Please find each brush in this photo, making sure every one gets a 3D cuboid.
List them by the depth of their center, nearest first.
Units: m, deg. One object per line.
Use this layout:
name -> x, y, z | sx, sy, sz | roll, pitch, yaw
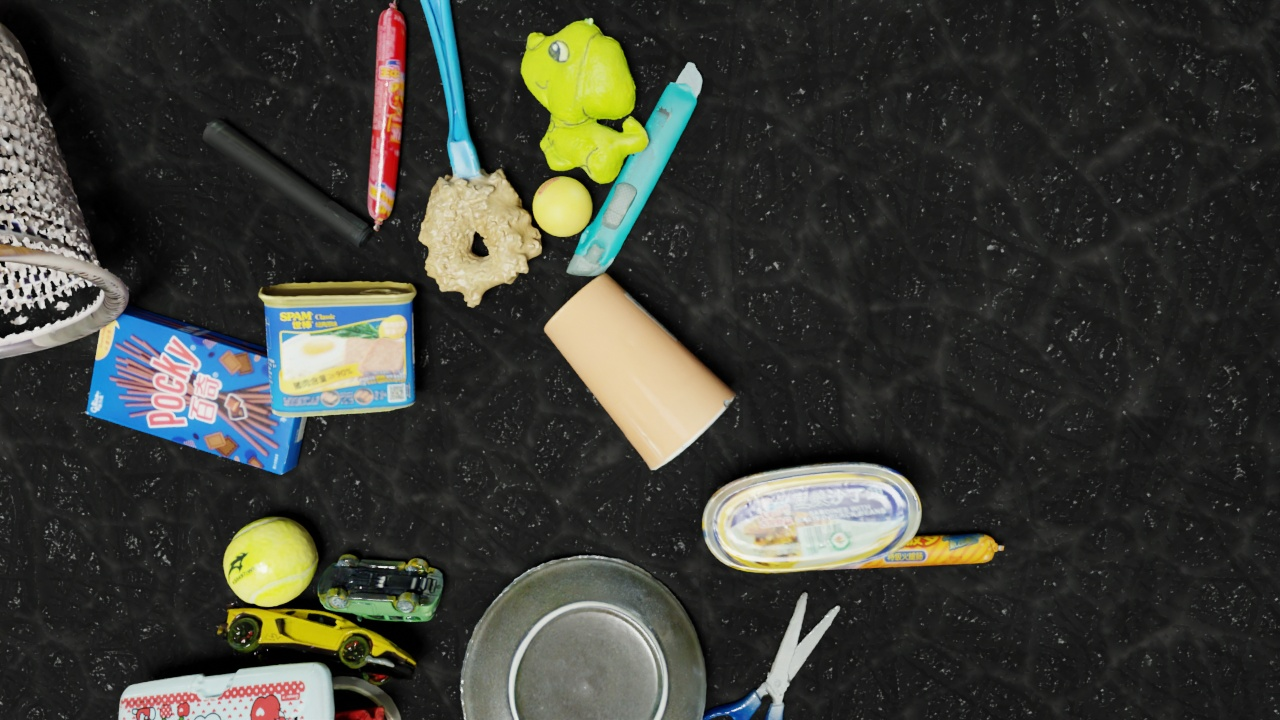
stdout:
brush -> -0.124, -0.163, 0.621 | 0.083, 0.045, 0.255 | -9, 97, 11

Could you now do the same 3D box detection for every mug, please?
mug -> -0.004, 0.004, 0.625 | 0.078, 0.078, 0.123 | -42, 91, 12

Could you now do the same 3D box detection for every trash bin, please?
trash bin -> -0.463, -0.115, 0.576 | 0.228, 0.227, 0.192 | -15, 81, 8

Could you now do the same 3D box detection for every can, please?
can -> 0.116, 0.109, 0.635 | 0.148, 0.049, 0.074 | -7, 81, 7
can -> -0.207, -0.009, 0.636 | 0.102, 0.057, 0.083 | -3, 105, -19

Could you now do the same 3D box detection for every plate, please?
plate -> -0.038, 0.231, 0.657 | 0.179, 0.024, 0.179 | 2, 75, -8

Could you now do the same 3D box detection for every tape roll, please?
tape roll -> -0.235, 0.295, 0.737 | 0.086, 0.014, 0.086 | 1, 102, 5

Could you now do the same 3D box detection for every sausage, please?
sausage -> -0.174, -0.167, 0.631 | 0.020, 0.020, 0.156 | 8, 103, 3
sausage -> 0.176, 0.138, 0.661 | 0.165, 0.021, 0.021 | -4, 101, 6

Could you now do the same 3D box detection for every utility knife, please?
utility knife -> -0.003, -0.126, 0.626 | 0.029, 0.013, 0.164 | 29, 103, -1

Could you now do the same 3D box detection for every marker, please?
marker -> -0.247, -0.125, 0.645 | 0.132, 0.022, 0.020 | 36, 66, -3

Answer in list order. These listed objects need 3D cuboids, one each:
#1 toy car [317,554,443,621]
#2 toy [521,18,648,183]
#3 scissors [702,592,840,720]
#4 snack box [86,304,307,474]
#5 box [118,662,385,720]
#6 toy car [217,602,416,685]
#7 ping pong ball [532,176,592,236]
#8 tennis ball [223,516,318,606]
toy car -> -0.195, 0.174, 0.692 | 0.091, 0.043, 0.036 | 8, 125, -4
toy -> -0.036, -0.173, 0.610 | 0.097, 0.031, 0.100 | 18, 106, 5
scissors -> 0.091, 0.251, 0.699 | 0.141, 0.012, 0.171 | -6, 100, 6
snack box -> -0.326, 0.021, 0.681 | 0.157, 0.026, 0.084 | 17, 102, 1
box -> -0.300, 0.270, 0.683 | 0.202, 0.095, 0.099 | -13, 100, 19
toy car -> -0.242, 0.215, 0.696 | 0.156, 0.071, 0.041 | 7, 59, 9
ping pong ball -> -0.053, -0.104, 0.621 | 0.040, 0.040, 0.040 | 1, 102, 5
tennis ball -> -0.275, 0.149, 0.683 | 0.065, 0.065, 0.065 | 1, 102, 5
